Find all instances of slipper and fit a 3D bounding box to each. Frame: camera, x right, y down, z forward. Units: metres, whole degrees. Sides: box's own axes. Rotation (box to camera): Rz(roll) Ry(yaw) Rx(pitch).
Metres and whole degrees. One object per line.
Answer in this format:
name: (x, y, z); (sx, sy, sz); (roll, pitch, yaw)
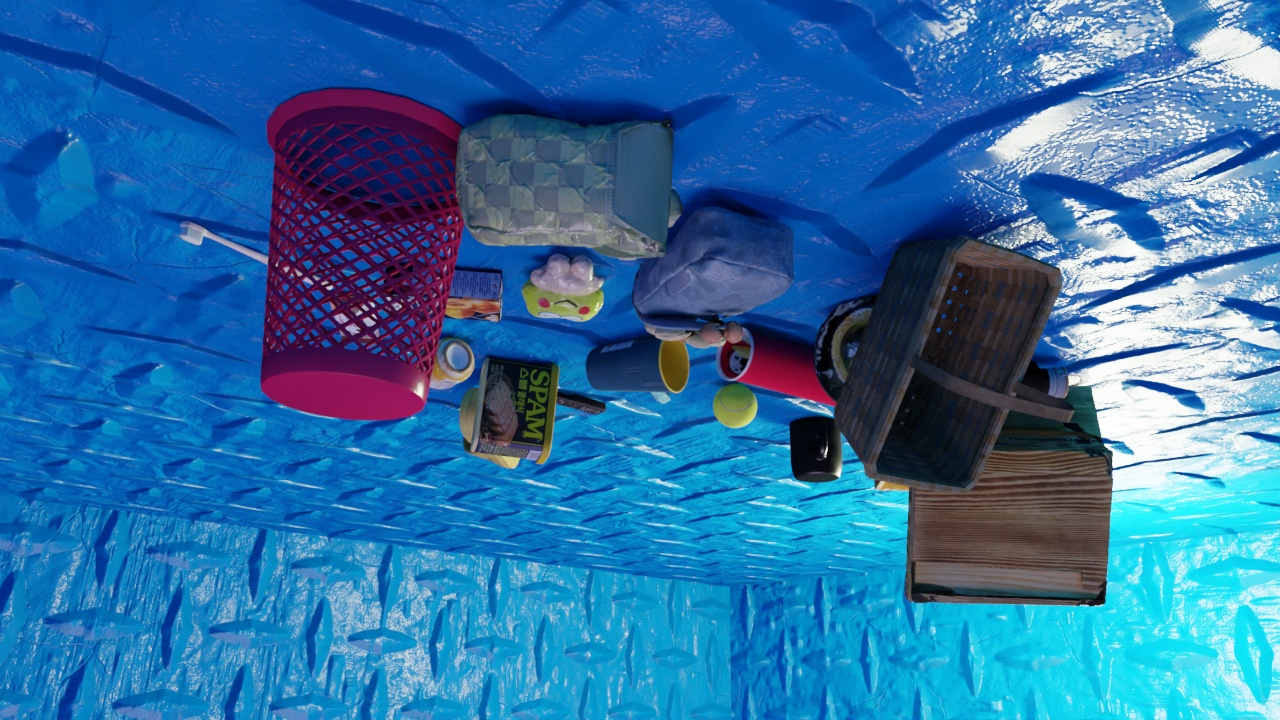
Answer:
slipper: (-0.243, 0.106, 1.442); (0.078, 0.099, 0.263); (4, 163, 10)

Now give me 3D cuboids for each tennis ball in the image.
tennis ball: (0.140, 0.067, 1.357); (0.065, 0.065, 0.065); (1, 160, 0)

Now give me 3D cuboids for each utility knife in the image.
utility knife: (0.015, 0.034, 1.350); (0.022, 0.015, 0.179); (-5, 161, 13)

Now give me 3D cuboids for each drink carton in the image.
drink carton: (-0.221, -0.076, 1.032); (0.130, 0.040, 0.064); (4, 159, -6)

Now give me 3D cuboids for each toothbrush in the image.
toothbrush: (-0.411, -0.108, 0.994); (0.016, 0.018, 0.181); (-12, 157, 34)

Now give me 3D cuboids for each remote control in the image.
remote control: (-0.117, 0.060, 1.431); (0.136, 0.015, 0.032); (18, 154, -32)

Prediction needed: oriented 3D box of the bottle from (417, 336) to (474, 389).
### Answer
bottle: (-0.271, 0.009, 1.234); (0.063, 0.063, 0.109); (16, 155, -35)

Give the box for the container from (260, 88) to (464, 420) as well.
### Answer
container: (-0.232, -0.076, 0.764); (0.183, 0.225, 0.183); (1, 160, 0)

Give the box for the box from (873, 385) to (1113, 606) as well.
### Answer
box: (0.513, 0.202, 1.335); (0.279, 0.314, 0.282); (3, 152, 2)

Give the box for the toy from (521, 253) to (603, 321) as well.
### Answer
toy: (-0.083, -0.080, 1.008); (0.092, 0.046, 0.115); (8, 151, -8)

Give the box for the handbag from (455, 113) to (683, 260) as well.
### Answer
handbag: (-0.056, -0.142, 0.763); (0.186, 0.113, 0.117); (4, 174, 2)

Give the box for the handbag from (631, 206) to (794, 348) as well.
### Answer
handbag: (0.070, -0.070, 0.915); (0.121, 0.118, 0.192); (10, 164, -21)

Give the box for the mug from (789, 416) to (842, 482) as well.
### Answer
mug: (0.293, 0.145, 1.516); (0.085, 0.094, 0.122); (1, 160, 1)

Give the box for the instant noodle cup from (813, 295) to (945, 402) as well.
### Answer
instant noodle cup: (0.291, -0.003, 1.083); (0.138, 0.137, 0.112); (-16, 162, 40)

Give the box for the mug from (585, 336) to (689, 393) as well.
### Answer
mug: (-0.007, 0.007, 1.202); (0.122, 0.078, 0.078); (-5, 160, 31)

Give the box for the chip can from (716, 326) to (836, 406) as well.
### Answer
chip can: (0.206, 0.014, 1.203); (0.220, 0.069, 0.069); (14, 156, -32)

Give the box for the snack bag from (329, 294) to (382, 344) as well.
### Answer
snack bag: (-0.357, -0.049, 1.155); (0.057, 0.013, 0.158); (4, 160, -10)

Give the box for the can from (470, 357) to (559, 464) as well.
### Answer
can: (-0.177, 0.069, 1.292); (0.104, 0.135, 0.075); (9, 159, -13)

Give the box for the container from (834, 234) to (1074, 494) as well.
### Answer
container: (0.314, 0.012, 0.893); (0.157, 0.250, 0.186); (12, -166, -26)

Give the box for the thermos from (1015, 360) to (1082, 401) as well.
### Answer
thermos: (0.472, 0.030, 1.238); (0.231, 0.061, 0.061); (-1, 160, 6)
